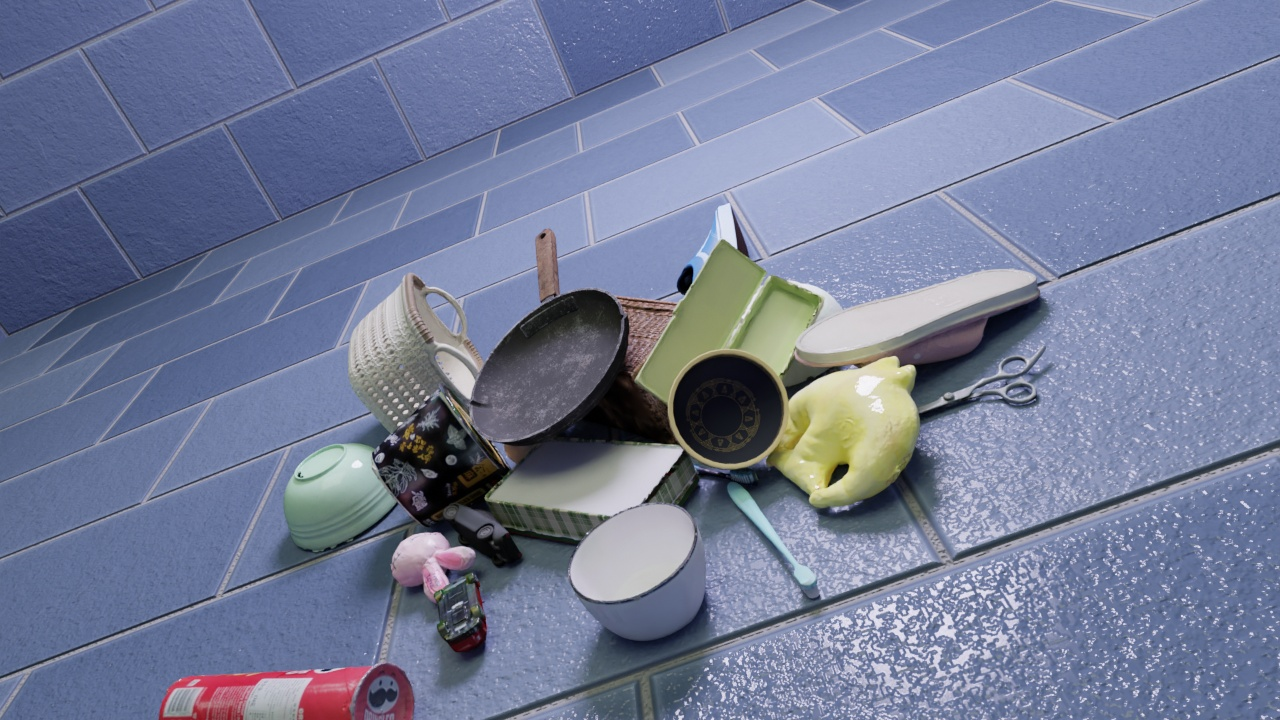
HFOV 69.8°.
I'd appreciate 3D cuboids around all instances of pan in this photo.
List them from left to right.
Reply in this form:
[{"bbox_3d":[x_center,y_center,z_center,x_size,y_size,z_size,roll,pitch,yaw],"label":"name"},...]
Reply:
[{"bbox_3d":[-0.099,-0.041,1.033,0.208,0.040,0.356,-29,37,19],"label":"pan"}]

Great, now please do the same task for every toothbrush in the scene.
[{"bbox_3d":[0.041,0.104,0.925,0.189,0.017,0.016,5,42,43],"label":"toothbrush"},{"bbox_3d":[0.110,0.148,0.793,0.016,0.016,0.180,-28,25,-5],"label":"toothbrush"}]

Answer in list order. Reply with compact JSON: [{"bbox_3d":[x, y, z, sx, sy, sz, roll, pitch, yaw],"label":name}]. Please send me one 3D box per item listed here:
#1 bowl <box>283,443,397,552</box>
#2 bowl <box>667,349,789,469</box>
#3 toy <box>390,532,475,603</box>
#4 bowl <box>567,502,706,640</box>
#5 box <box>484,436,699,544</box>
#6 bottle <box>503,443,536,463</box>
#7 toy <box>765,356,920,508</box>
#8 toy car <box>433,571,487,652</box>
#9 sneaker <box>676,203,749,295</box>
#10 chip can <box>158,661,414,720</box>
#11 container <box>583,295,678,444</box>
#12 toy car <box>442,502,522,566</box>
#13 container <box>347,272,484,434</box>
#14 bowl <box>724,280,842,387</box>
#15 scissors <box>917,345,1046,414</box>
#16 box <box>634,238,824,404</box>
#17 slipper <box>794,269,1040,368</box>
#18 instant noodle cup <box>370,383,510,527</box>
[{"bbox_3d":[-0.368,0.151,1.108,0.151,0.077,0.150,-19,26,10],"label":"bowl"},{"bbox_3d":[0.081,0.050,0.878,0.112,0.112,0.061,-27,-9,-7],"label":"bowl"},{"bbox_3d":[-0.213,0.202,0.922,0.110,0.047,0.063,10,50,43],"label":"toy"},{"bbox_3d":[0.004,0.180,0.763,0.116,0.066,0.116,-19,27,10],"label":"bowl"},{"bbox_3d":[-0.050,0.130,0.920,0.206,0.050,0.117,0,32,38],"label":"box"},{"bbox_3d":[-0.114,0.063,1.088,0.051,0.051,0.145,-10,30,26],"label":"bottle"},{"bbox_3d":[0.190,0.060,0.831,0.155,0.064,0.170,-46,25,0],"label":"toy"},{"bbox_3d":[-0.162,0.230,0.839,0.042,0.036,0.091,-28,28,-7],"label":"toy car"},{"bbox_3d":[0.094,-0.142,1.264,0.098,0.083,0.240,-16,31,15],"label":"sneaker"},{"bbox_3d":[-0.309,0.303,0.788,0.233,0.073,0.073,-12,29,24],"label":"chip can"},{"bbox_3d":[-0.006,0.006,1.036,0.112,0.114,0.199,-44,31,-26],"label":"container"},{"bbox_3d":[-0.160,0.173,0.931,0.034,0.046,0.112,-40,32,-27],"label":"toy car"},{"bbox_3d":[-0.290,0.001,1.216,0.143,0.184,0.246,-35,26,0],"label":"container"},{"bbox_3d":[0.155,-0.038,1.033,0.153,0.073,0.153,-20,28,11],"label":"bowl"},{"bbox_3d":[0.300,0.026,0.858,0.171,0.014,0.094,-8,40,25],"label":"scissors"},{"bbox_3d":[0.093,-0.019,0.950,0.187,0.141,0.044,-60,1,-17],"label":"box"},{"bbox_3d":[0.285,-0.033,0.935,0.274,0.054,0.114,-18,22,-13],"label":"slipper"},{"bbox_3d":[-0.222,0.112,1.014,0.112,0.137,0.137,-38,28,-5],"label":"instant noodle cup"}]
